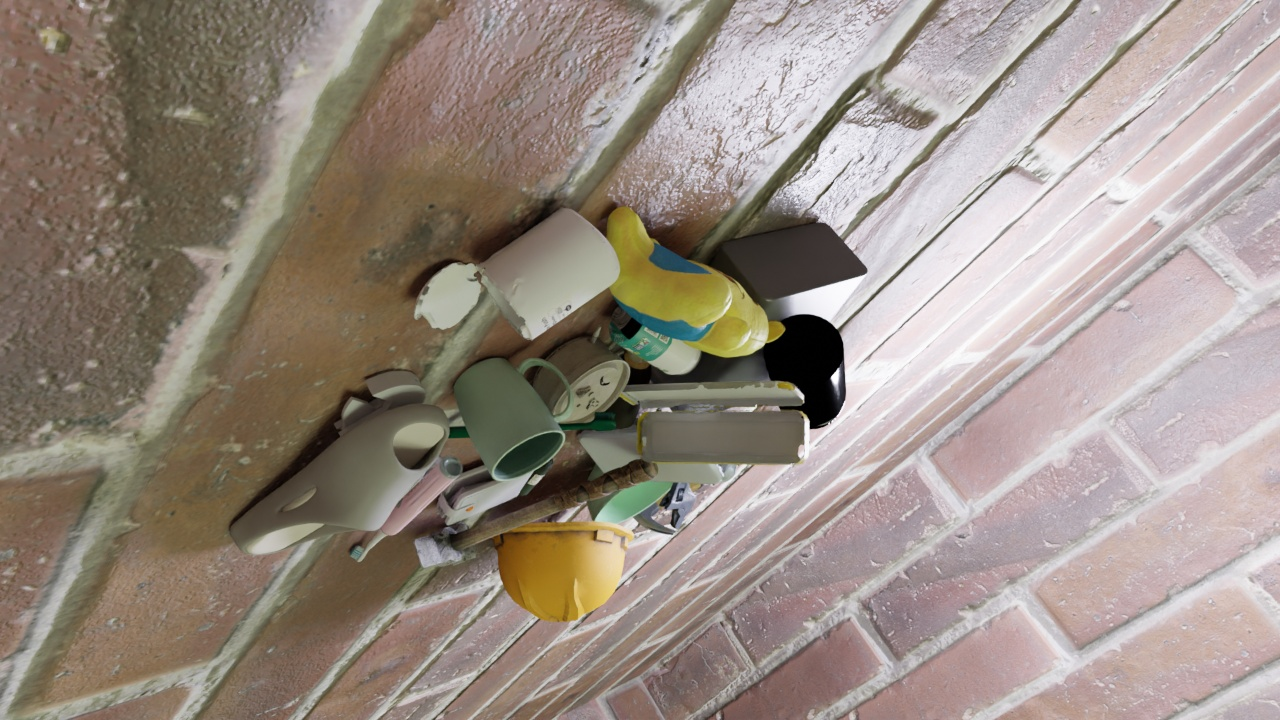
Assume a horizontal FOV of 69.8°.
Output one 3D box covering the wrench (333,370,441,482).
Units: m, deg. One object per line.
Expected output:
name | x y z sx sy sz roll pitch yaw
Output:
wrench | -0.235 0.078 0.938 0.086 0.018 0.273 -31 159 -8

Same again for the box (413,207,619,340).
box | -0.103 -0.059 0.766 0.166 0.092 0.083 -38 163 -14

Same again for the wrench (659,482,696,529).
wrench | 0.063 0.126 1.284 0.073 0.022 0.274 -24 129 -44

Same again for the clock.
clock | -0.085 0.034 0.999 0.157 0.061 0.103 -42 155 0

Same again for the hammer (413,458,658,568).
hammer | -0.128 0.188 1.147 0.319 0.049 0.121 -22 170 8

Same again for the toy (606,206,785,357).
toy | 0.047 -0.058 0.883 0.084 0.149 0.213 -51 158 9

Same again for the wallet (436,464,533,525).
wallet | -0.196 0.164 1.139 0.118 0.037 0.116 -19 158 -35

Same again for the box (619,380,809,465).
box | 0.082 0.064 1.027 0.057 0.210 0.117 -54 134 -49

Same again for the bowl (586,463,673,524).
bowl | -0.021 0.173 1.341 0.150 0.077 0.151 -29 157 -13

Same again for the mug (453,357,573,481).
mug | -0.122 0.047 0.913 0.111 0.104 0.084 -32 158 -4

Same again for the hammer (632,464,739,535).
hammer | 0.108 0.189 1.534 0.332 0.118 0.025 -23 158 -38

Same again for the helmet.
helmet | -0.113 0.307 1.317 0.205 0.131 0.255 -3 163 8

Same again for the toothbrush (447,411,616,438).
toothbrush | -0.118 0.068 0.960 0.190 0.017 0.016 -4 133 8

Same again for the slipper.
slipper | -0.281 0.139 0.879 0.266 0.080 0.113 -32 156 17

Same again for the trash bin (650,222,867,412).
trash bin | 0.135 -0.045 1.096 0.191 0.097 0.220 -17 151 -37

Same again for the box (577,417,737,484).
box | 0.018 0.100 1.168 0.127 0.106 0.216 29 155 -37

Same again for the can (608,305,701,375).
can | 0.017 -0.025 0.983 0.055 0.055 0.101 -43 131 20

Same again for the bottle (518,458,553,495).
bottle | -0.131 0.137 1.187 0.025 0.025 0.106 -5 144 -50

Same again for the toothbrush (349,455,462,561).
toothbrush | -0.274 0.176 1.050 0.223 0.026 0.027 -41 -161 31

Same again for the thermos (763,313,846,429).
thermos | 0.197 0.023 1.078 0.086 0.086 0.198 -34 156 -1

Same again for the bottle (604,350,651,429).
bottle | -0.006 0.006 1.073 0.045 0.045 0.185 -19 146 -33
